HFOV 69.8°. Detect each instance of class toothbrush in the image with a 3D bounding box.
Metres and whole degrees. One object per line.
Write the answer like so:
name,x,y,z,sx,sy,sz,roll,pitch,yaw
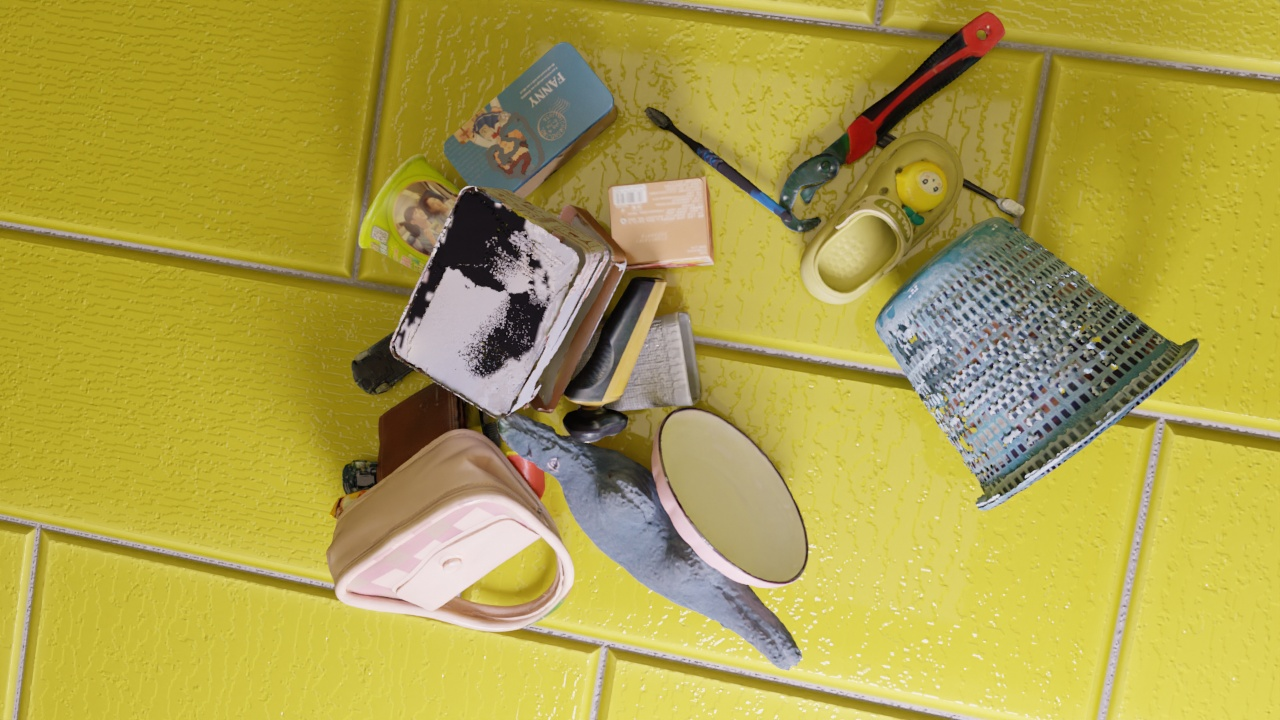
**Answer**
toothbrush,0.294,-0.188,0.901,0.181,0.018,0.016,30,102,7
toothbrush,0.077,-0.198,0.922,0.189,0.016,0.014,40,103,8
toothbrush,-0.163,0.008,0.931,0.016,0.014,0.188,-11,63,-7

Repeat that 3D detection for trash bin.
trash bin,0.328,-0.011,0.819,0.227,0.226,0.195,-40,74,7

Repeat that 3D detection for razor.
razor,-0.020,-0.002,0.849,0.067,0.062,0.167,24,93,-19

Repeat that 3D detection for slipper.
slipper,0.235,-0.128,0.873,0.091,0.081,0.191,39,102,-13

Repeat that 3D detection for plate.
plate,0.078,0.133,0.864,0.192,0.192,0.039,49,119,3

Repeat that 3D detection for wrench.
wrench,0.238,-0.232,0.894,0.274,0.016,0.056,-44,88,13

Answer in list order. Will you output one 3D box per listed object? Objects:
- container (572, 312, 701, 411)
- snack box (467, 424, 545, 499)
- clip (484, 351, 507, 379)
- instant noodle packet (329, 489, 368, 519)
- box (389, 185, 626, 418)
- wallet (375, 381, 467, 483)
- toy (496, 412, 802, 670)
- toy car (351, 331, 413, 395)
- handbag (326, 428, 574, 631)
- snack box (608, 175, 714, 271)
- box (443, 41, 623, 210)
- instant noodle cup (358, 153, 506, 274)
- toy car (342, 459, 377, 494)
container,-0.005,0.005,0.912,0.114,0.090,0.090,-9,91,11
snack box,-0.142,0.111,0.942,0.091,0.082,0.080,-5,105,8
clip,-0.158,0.020,0.969,0.040,0.014,0.056,28,96,6
instant noodle packet,-0.251,0.188,0.958,0.111,0.044,0.128,-17,113,11
box,-0.104,-0.060,0.868,0.153,0.177,0.183,31,105,5
wallet,-0.220,0.074,0.931,0.101,0.124,0.032,-33,124,9
toy,0.006,0.164,0.889,0.356,0.138,0.091,40,87,-2
toy car,-0.256,-0.005,0.971,0.105,0.031,0.049,-32,87,6
handbag,-0.165,0.193,0.901,0.193,0.093,0.234,-34,128,13
snack box,0.023,-0.131,0.898,0.093,0.094,0.077,-4,92,7
box,-0.104,-0.236,0.928,0.184,0.061,0.090,-41,88,9
instant noodle cup,-0.200,-0.127,0.926,0.123,0.111,0.112,34,96,-3
toy car,-0.271,0.125,0.978,0.090,0.034,0.043,-3,91,1
